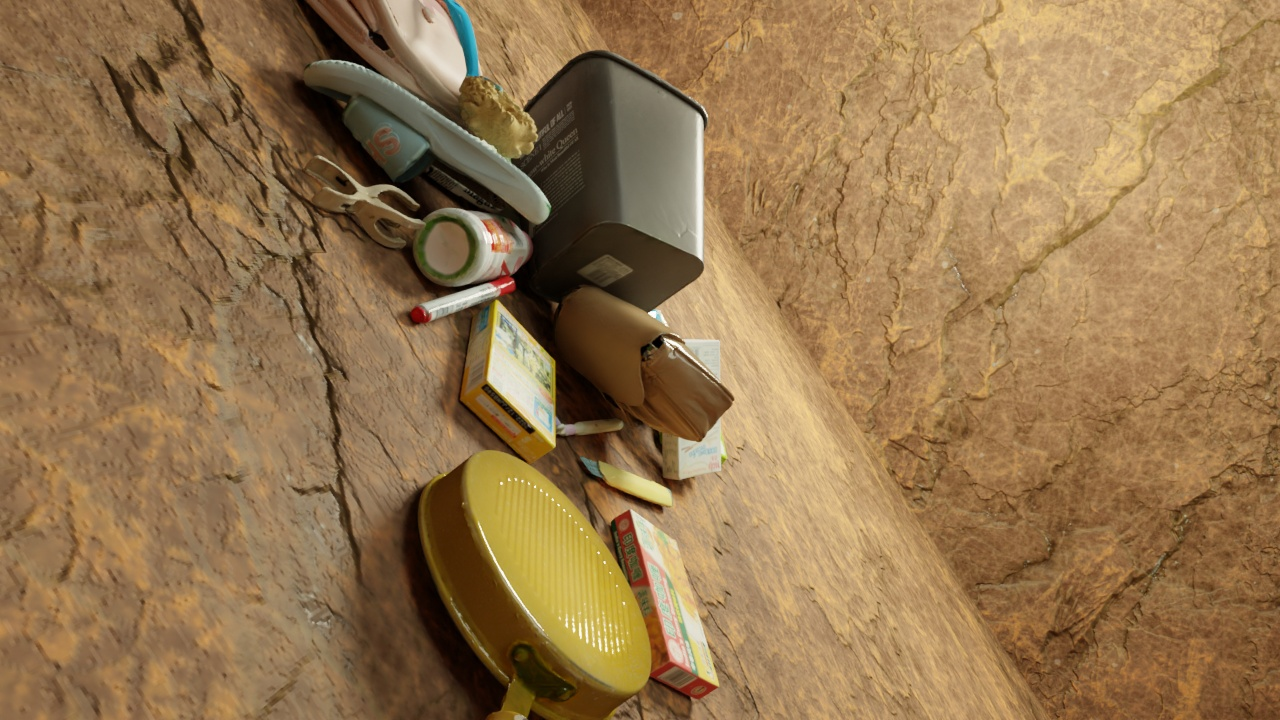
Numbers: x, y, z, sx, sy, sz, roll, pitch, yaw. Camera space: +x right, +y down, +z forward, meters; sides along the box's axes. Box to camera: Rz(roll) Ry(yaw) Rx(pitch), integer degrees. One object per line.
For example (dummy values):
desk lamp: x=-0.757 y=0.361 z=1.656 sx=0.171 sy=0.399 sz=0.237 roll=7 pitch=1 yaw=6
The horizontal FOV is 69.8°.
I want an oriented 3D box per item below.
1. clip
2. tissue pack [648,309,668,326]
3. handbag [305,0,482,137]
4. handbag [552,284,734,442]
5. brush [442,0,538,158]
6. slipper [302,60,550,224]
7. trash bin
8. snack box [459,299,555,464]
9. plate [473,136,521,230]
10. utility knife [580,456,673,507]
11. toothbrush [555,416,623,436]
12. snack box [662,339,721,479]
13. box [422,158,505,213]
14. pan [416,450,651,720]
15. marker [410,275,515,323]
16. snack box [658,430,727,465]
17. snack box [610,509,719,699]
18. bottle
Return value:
clip: x=-0.227 y=-0.135 z=0.751 sx=0.103 sy=0.035 sz=0.076 roll=31 pitch=31 yaw=-40
tissue pack: x=0.007 y=-0.004 z=1.096 sx=0.089 sy=0.063 sz=0.140 roll=-1 pitch=57 yaw=-50
handbag: x=-0.228 y=-0.317 z=0.957 sx=0.234 sy=0.093 sz=0.193 roll=55 pitch=16 yaw=19
handbag: x=-0.006 y=0.006 z=0.944 sx=0.204 sy=0.099 sz=0.148 roll=32 pitch=-11 yaw=48
brush: x=-0.163 y=-0.293 z=0.911 sx=0.083 sy=0.046 sz=0.254 roll=21 pitch=37 yaw=-46
slipper: x=-0.196 y=-0.189 z=0.841 sx=0.245 sy=0.074 sz=0.104 roll=32 pitch=4 yaw=-13
trash bin: x=-0.035 y=-0.182 z=1.026 sx=0.198 sy=0.200 sz=0.219 roll=20 pitch=53 yaw=-35
snack box: x=-0.111 y=0.015 z=0.795 sx=0.087 sy=0.034 sz=0.140 roll=48 pitch=19 yaw=-28
plate: x=-0.159 y=-0.221 z=1.137 sx=0.230 sy=0.027 sz=0.229 roll=50 pitch=16 yaw=-20
utility knife: x=-0.008 y=0.122 z=0.920 sx=0.176 sy=0.019 sz=0.031 roll=40 pitch=18 yaw=-56
toothbrush: x=-0.053 y=0.063 z=0.900 sx=0.189 sy=0.029 sz=0.020 roll=10 pitch=90 yaw=-71
snack box: x=0.059 y=0.054 z=1.055 sx=0.084 sy=0.027 sz=0.157 roll=-2 pitch=93 yaw=-50
box: x=-0.201 y=-0.206 z=0.962 sx=0.163 sy=0.076 sz=0.075 roll=27 pitch=14 yaw=-51
pan: x=-0.074 y=0.186 z=0.543 sx=0.197 sy=0.078 sz=0.357 roll=48 pitch=11 yaw=-18
marker: x=-0.151 y=-0.054 z=0.794 sx=0.017 sy=0.017 sz=0.145 roll=57 pitch=27 yaw=0
snack box: x=0.060 y=0.068 z=1.166 sx=0.085 sy=0.026 sz=0.156 roll=27 pitch=26 yaw=-20
snack box: x=0.019 y=0.211 z=0.804 sx=0.077 sy=0.027 sz=0.155 roll=41 pitch=21 yaw=-40
bottle: x=-0.149 y=-0.107 z=0.872 sx=0.068 sy=0.068 sz=0.196 roll=56 pitch=12 yaw=-1
